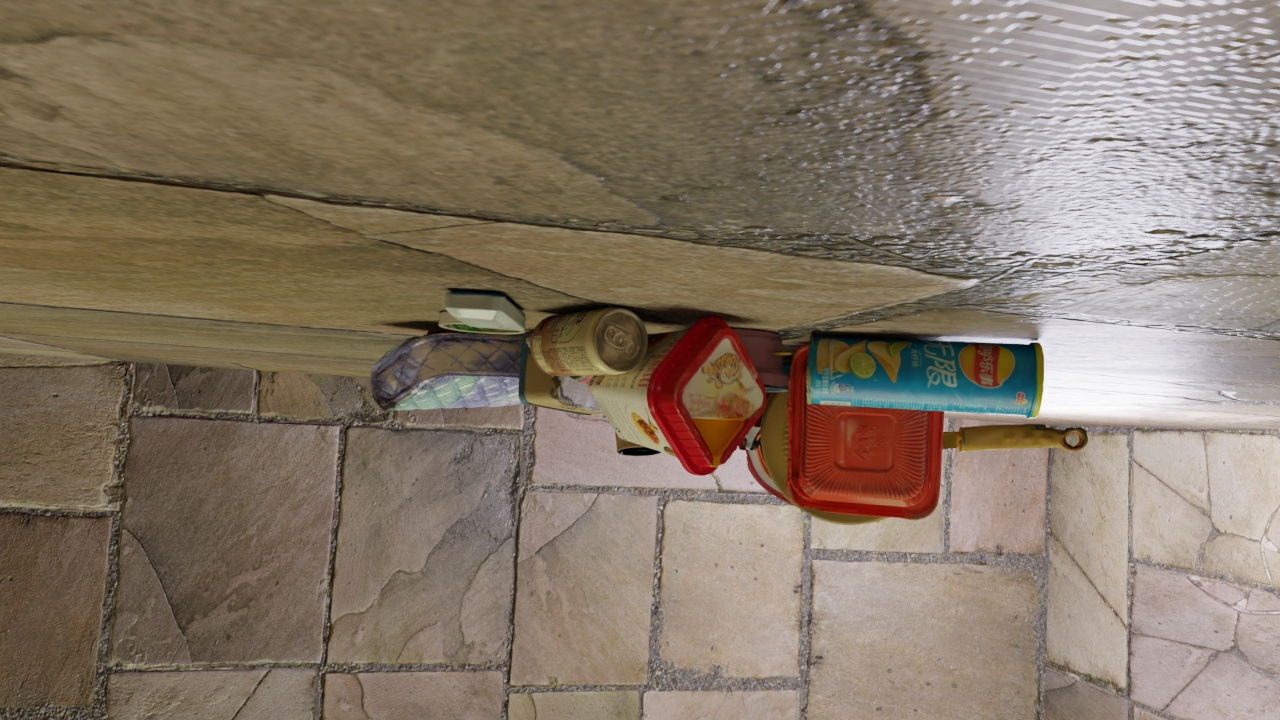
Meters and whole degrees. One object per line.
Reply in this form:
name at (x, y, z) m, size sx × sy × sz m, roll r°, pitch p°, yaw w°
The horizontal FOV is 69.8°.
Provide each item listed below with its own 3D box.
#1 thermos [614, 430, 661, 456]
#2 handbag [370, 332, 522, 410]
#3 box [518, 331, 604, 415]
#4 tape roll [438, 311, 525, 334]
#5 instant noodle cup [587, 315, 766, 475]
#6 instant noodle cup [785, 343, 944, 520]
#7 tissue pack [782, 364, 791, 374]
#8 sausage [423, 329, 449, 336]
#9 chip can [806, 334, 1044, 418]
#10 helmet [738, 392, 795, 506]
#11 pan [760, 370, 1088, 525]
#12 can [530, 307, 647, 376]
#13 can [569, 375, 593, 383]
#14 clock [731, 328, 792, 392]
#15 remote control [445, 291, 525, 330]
thermos at (-0.002, 0.052, 1.227) m, size 0.093 × 0.143 × 0.093 m, roll -1°, pitch 164°, yaw 0°
handbag at (-0.206, 0.013, 1.095) m, size 0.193 × 0.075 × 0.134 m, roll 2°, pitch 157°, yaw -45°
box at (-0.074, 0.018, 1.092) m, size 0.060 × 0.089 × 0.184 m, roll 1°, pitch 170°, yaw 24°
tape roll at (-0.158, -0.038, 0.916) m, size 0.086 × 0.014 × 0.086 m, roll 3°, pitch 176°, yaw 0°
instant noodle cup at (0.029, 0.029, 0.833) m, size 0.124 × 0.116 × 0.117 m, roll 4°, pitch 134°, yaw 47°
instant noodle cup at (0.235, 0.080, 0.963) m, size 0.165 × 0.189 × 0.079 m, roll 2°, pitch -171°, yaw 13°
tissue pack at (0.249, 0.040, 1.292) m, size 0.140 × 0.063 × 0.090 m, roll 3°, pitch 176°, yaw 3°
sausage at (-0.213, -0.021, 1.140) m, size 0.020 × 0.020 × 0.155 m, roll 1°, pitch 175°, yaw 32°
chip can at (0.267, 0.013, 0.876) m, size 0.210 × 0.071 × 0.071 m, roll 3°, pitch 176°, yaw 14°
helmet at (0.242, 0.095, 1.188) m, size 0.207 × 0.143 × 0.240 m, roll 23°, pitch 155°, yaw 6°
pan at (0.314, 0.087, 1.027) m, size 0.358 × 0.198 × 0.078 m, roll 1°, pitch -171°, yaw 14°
can at (-0.048, -0.015, 0.821) m, size 0.058 × 0.058 × 0.116 m, roll 6°, pitch 175°, yaw -34°
can at (-0.006, 0.006, 1.020) m, size 0.147 × 0.058 × 0.058 m, roll 11°, pitch 173°, yaw -31°
clock at (0.089, 0.002, 0.954) m, size 0.117 × 0.059 × 0.159 m, roll 3°, pitch 174°, yaw -11°
remote control at (-0.132, -0.040, 0.793) m, size 0.049 × 0.024 × 0.125 m, roll 4°, pitch 176°, yaw 2°
